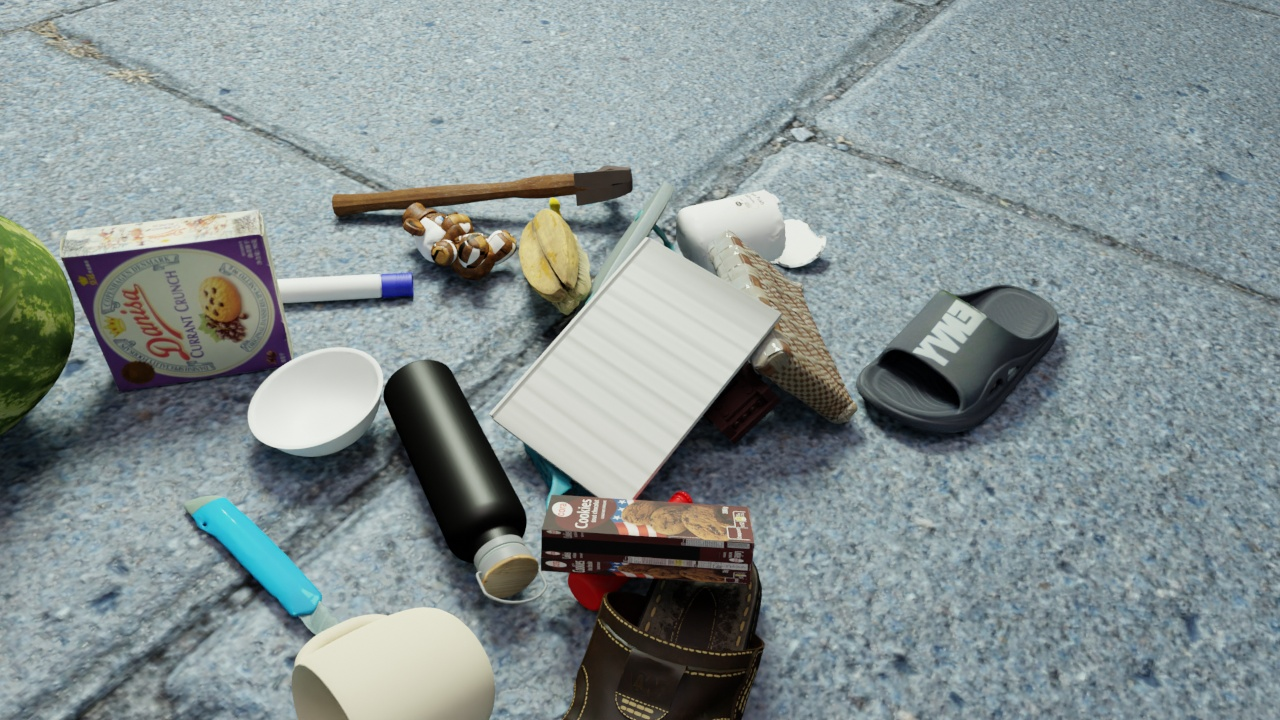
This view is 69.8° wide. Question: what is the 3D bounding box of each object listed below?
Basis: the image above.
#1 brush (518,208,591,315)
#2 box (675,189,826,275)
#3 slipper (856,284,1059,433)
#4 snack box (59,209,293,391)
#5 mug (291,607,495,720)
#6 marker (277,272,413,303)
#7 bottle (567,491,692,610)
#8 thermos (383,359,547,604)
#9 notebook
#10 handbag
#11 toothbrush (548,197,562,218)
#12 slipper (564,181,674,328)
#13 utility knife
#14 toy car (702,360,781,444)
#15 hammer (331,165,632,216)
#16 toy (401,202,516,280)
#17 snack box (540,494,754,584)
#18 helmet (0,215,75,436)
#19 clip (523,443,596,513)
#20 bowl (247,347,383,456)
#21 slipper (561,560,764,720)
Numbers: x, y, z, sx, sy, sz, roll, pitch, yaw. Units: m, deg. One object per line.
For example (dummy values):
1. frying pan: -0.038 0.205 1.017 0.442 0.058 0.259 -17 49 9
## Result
1. brush: -0.085 -0.102 0.905 0.059 0.043 0.195 -42 29 10
2. box: 0.121 -0.136 0.969 0.165 0.092 0.083 -16 42 -10
3. slipper: 0.316 -0.021 0.860 0.267 0.083 0.111 -28 54 -33
4. snack box: -0.381 -0.049 0.770 0.148 0.144 0.040 -10 44 -16
5. mug: -0.150 0.197 0.561 0.099 0.096 0.120 -22 43 -41
6. marker: -0.290 -0.071 0.894 0.133 0.023 0.027 -4 22 -10
7. bottle: -0.003 0.137 0.685 0.036 0.036 0.118 32 48 26
8. thermos: -0.134 0.094 0.700 0.061 0.061 0.231 -17 47 -23
9. notebook: -0.004 0.004 0.751 0.142 0.009 0.209 33 73 24
10. handbag: 0.125 -0.029 0.837 0.124 0.047 0.185 34 27 -35
11. toothbrush: -0.079 -0.132 0.990 0.021 0.016 0.135 -8 46 -17
12. slipper: -0.020 -0.067 0.884 0.054 0.098 0.267 37 53 -11
13. utility knife: -0.264 0.152 0.657 0.205 0.015 0.031 31 49 31
14. toy car: 0.045 -0.007 0.812 0.070 0.062 0.170 -43 53 3
15. hammer: -0.169 -0.182 0.995 0.323 0.033 0.115 -5 17 -1
16. toy: -0.191 -0.124 0.932 0.112 0.067 0.087 39 26 16
17. snack box: 0.005 0.123 0.634 0.141 0.032 0.051 3 19 1
18. helmet: -0.554 -0.023 0.657 0.246 0.244 0.213 3 66 -43
19. clip: -0.039 0.098 0.735 0.113 0.028 0.126 -1 42 -4
20. bowl: -0.259 0.043 0.754 0.110 0.041 0.109 -5 45 5
21. slipper: 0.013 0.208 0.579 0.113 0.076 0.267 19 44 15
